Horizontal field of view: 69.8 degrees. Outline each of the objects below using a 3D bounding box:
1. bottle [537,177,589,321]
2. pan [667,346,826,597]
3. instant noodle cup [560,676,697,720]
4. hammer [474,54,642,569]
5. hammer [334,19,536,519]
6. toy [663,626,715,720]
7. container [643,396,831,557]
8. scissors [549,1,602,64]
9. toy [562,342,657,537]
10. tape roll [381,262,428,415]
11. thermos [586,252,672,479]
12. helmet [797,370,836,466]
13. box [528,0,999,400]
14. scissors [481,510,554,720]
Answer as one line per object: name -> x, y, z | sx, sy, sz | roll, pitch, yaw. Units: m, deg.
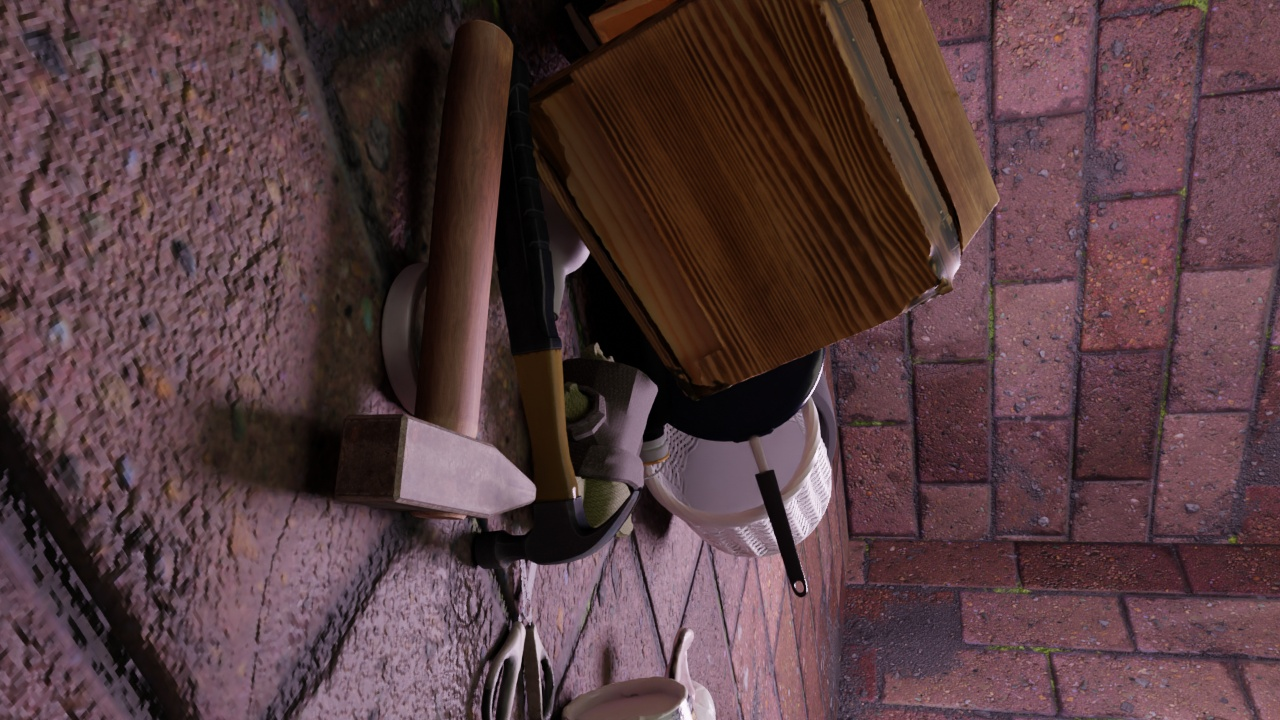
bottle -> -0.059, -0.117, 0.721 | 0.052, 0.052, 0.194 | 61, 31, -55
pan -> 0.106, 0.055, 0.904 | 0.021, 0.199, 0.356 | 58, 16, -70
instant noodle cup -> -0.004, 0.324, 0.733 | 0.137, 0.137, 0.112 | -5, 84, -73
hammer -> -0.072, -0.032, 0.601 | 0.025, 0.118, 0.333 | -5, 87, -71
hammer -> -0.101, -0.059, 0.539 | 0.158, 0.037, 0.300 | 38, 52, -67
toy -> 0.035, 0.362, 0.921 | 0.158, 0.084, 0.194 | -63, 155, -22
container -> 0.109, 0.109, 1.007 | 0.187, 0.189, 0.189 | 54, 37, -63
scissors -> -0.020, -0.235, 0.803 | 0.194, 0.015, 0.179 | 17, 47, -59
toy -> -0.037, 0.066, 0.727 | 0.179, 0.078, 0.152 | 45, 53, -64
tape roll -> -0.124, -0.012, 0.555 | 0.093, 0.018, 0.094 | -1, 90, -73
thermos -> -0.005, 0.005, 0.865 | 0.061, 0.061, 0.231 | -50, 135, -65
helmet -> 0.162, 0.059, 1.222 | 0.170, 0.164, 0.265 | -130, -140, -59
box -> 0.090, -0.149, 0.682 | 0.262, 0.270, 0.279 | -48, 120, -29
scissors -> -0.085, 0.201, 0.665 | 0.157, 0.013, 0.169 | -68, 149, -58
